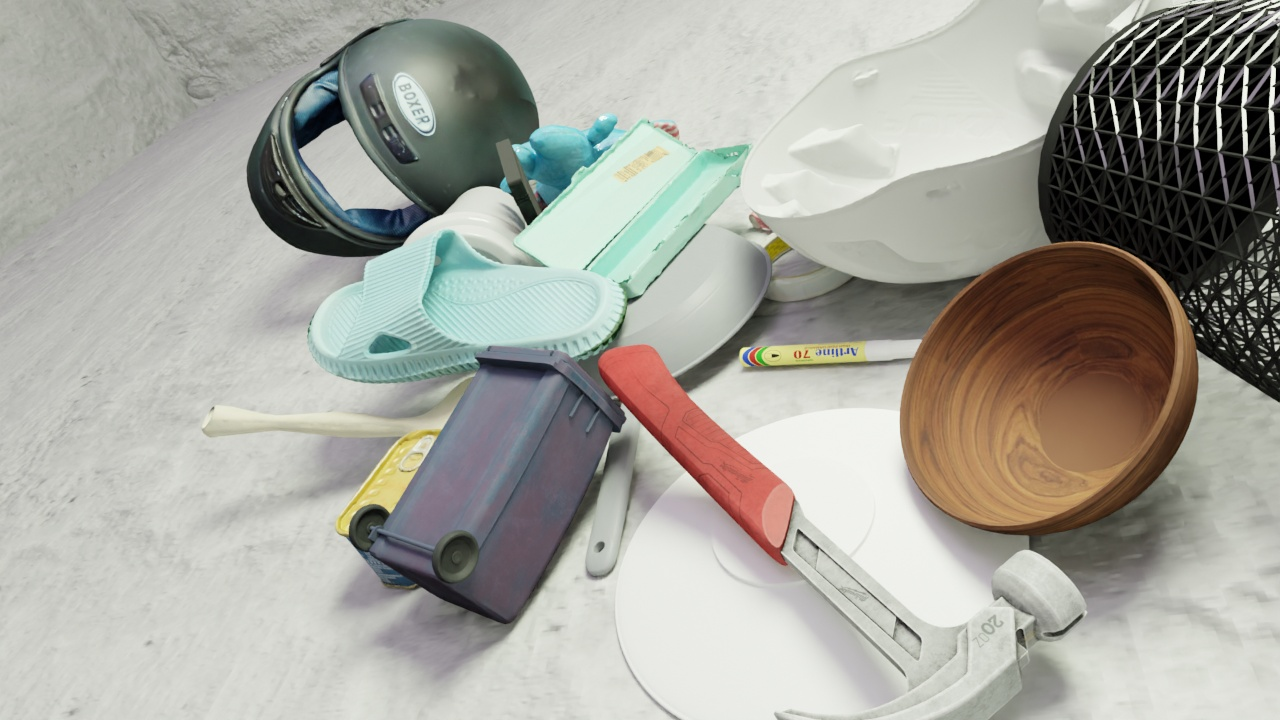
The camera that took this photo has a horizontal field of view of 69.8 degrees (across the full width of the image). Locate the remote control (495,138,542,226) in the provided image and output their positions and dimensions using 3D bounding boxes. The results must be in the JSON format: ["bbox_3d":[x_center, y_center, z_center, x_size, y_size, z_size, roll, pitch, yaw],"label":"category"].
[{"bbox_3d":[-0.096,-0.130,0.816,0.013,0.133,0.058,-20,52,1],"label":"remote control"}]

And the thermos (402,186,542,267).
[{"bbox_3d":[-0.157,-0.101,0.885,0.131,0.131,0.221,-23,24,6],"label":"thermos"}]

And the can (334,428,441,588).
[{"bbox_3d":[-0.158,0.102,0.642,0.054,0.059,0.099,-4,39,32],"label":"can"}]

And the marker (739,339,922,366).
[{"bbox_3d":[0.130,-0.005,0.626,0.133,0.014,0.014,-3,39,34],"label":"marker"}]

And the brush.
[{"bbox_3d":[-0.226,0.049,0.722,0.272,0.077,0.061,-2,43,15],"label":"brush"}]

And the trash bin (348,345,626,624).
[{"bbox_3d":[-0.089,0.071,0.580,0.094,0.092,0.160,5,58,43],"label":"trash bin"}]

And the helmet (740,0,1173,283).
[{"bbox_3d":[0.206,-0.153,0.621,0.282,0.184,0.224,-16,27,4],"label":"helmet"}]

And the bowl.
[{"bbox_3d":[0.208,0.022,0.453,0.148,0.068,0.147,-40,36,37],"label":"bowl"}]

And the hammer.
[{"bbox_3d":[0.056,0.071,0.483,0.126,0.036,0.316,-36,39,-10],"label":"hammer"}]

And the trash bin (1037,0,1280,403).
[{"bbox_3d":[0.326,-0.074,0.412,0.217,0.217,0.243,-28,25,-2],"label":"trash bin"}]

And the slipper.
[{"bbox_3d":[-0.145,-0.042,0.700,0.277,0.069,0.115,-2,51,18],"label":"slipper"}]

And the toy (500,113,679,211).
[{"bbox_3d":[-0.053,-0.176,0.880,0.184,0.115,0.180,-24,-8,26],"label":"toy"}]

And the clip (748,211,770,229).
[{"bbox_3d":[0.114,-0.123,0.803,0.044,0.023,0.060,-25,30,11],"label":"clip"}]

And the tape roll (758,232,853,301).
[{"bbox_3d":[0.133,-0.083,0.731,0.094,0.019,0.093,-19,33,13],"label":"tape roll"}]

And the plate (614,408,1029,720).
[{"bbox_3d":[0.086,0.095,0.499,0.230,0.030,0.229,-19,33,13],"label":"plate"}]

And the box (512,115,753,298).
[{"bbox_3d":[-0.001,-0.129,0.777,0.138,0.057,0.186,21,57,37],"label":"box"}]

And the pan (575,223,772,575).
[{"bbox_3d":[-0.004,0.004,0.681,0.201,0.051,0.355,-19,31,26],"label":"pan"}]

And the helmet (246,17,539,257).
[{"bbox_3d":[-0.254,-0.255,1.026,0.237,0.249,0.315,-21,8,42],"label":"helmet"}]
